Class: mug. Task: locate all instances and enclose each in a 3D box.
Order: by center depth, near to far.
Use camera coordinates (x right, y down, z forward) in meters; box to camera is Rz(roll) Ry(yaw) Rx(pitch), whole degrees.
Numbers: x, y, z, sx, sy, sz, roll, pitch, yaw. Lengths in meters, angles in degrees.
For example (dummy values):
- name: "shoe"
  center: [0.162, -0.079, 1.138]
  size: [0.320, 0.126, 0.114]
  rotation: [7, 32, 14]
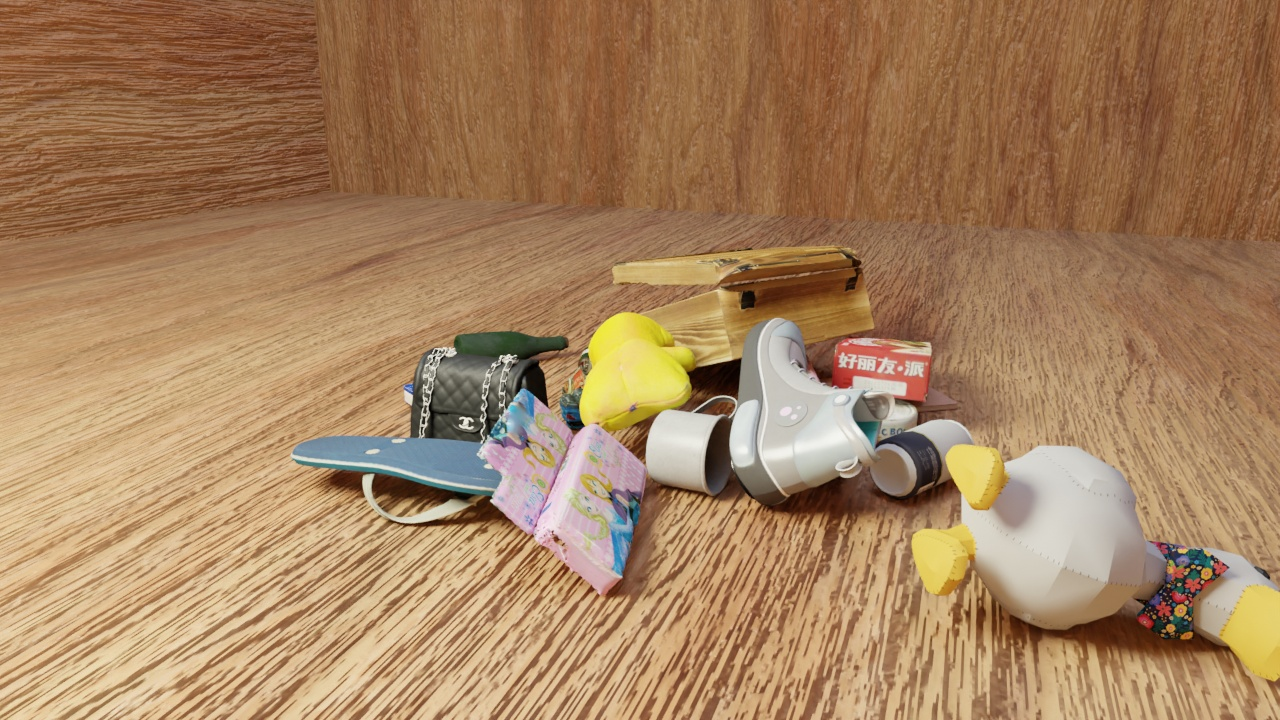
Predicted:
- name: "mug"
  center: [0.058, 0.083, 0.967]
  size: [0.071, 0.084, 0.113]
  rotation: [7, 56, 27]

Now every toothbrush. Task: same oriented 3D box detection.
- name: "toothbrush"
  center: [0.229, 0.032, 1.231]
  size: [0.027, 0.026, 0.222]
  rotation: [-27, 14, 9]

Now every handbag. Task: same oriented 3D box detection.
- name: "handbag"
  center: [-0.188, 0.053, 1.018]
  size: [0.154, 0.125, 0.114]
  rotation: [7, 18, 21]

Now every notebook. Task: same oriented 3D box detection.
- name: "notebook"
  center: [0.301, 0.047, 1.251]
  size: [0.209, 0.008, 0.141]
  rotation: [-4, 17, -13]

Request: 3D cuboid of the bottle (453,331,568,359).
- name: "bottle"
  center: [-0.191, -0.019, 1.384]
  size: [0.174, 0.055, 0.055]
  rotation: [-6, 18, -26]

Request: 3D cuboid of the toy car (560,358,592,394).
- name: "toy car"
  center: [-0.064, 0.035, 1.196]
  size: [0.047, 0.047, 0.112]
  rotation: [1, -28, -28]

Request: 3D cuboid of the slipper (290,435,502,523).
- name: "slipper"
  center: [-0.219, 0.118, 0.925]
  size: [0.295, 0.060, 0.118]
  rotation: [4, 13, 21]

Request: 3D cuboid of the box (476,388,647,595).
- name: "box"
  center: [-0.069, 0.104, 0.853]
  size: [0.159, 0.035, 0.230]
  rotation: [40, 16, -7]

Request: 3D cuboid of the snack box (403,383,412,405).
- name: "snack box"
  center: [-0.239, 0.054, 1.185]
  size: [0.082, 0.027, 0.150]
  rotation: [-14, 21, -37]

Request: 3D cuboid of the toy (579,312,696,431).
- name: "toy"
  center: [-0.006, 0.006, 1.061]
  size: [0.134, 0.087, 0.193]
  rotation: [-19, 22, 7]

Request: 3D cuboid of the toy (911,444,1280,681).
- name: "toy"
  center: [0.352, 0.146, 0.723]
  size: [0.267, 0.141, 0.246]
  rotation: [15, 13, -11]

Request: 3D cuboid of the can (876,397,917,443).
- name: "can"
  center: [0.287, 0.075, 1.097]
  size: [0.086, 0.043, 0.086]
  rotation: [-1, 18, 0]

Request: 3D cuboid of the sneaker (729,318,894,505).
- name: "sneaker"
  center: [0.185, 0.031, 0.955]
  size: [0.161, 0.093, 0.255]
  rotation: [-20, 34, 31]

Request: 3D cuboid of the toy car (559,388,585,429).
- name: "toy car"
  center: [-0.041, 0.058, 1.145]
  size: [0.120, 0.044, 0.056]
  rotation: [-6, 18, -14]

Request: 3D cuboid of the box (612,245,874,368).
- name: "box"
  center: [0.147, -0.087, 1.296]
  size: [0.278, 0.176, 0.248]
  rotation: [-10, 0, -35]

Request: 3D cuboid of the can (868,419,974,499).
- name: "can"
  center: [0.302, 0.102, 0.973]
  size: [0.127, 0.064, 0.064]
  rotation: [-13, 22, -38]

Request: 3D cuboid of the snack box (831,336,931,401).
- name: "snack box"
  center: [0.316, 0.007, 1.191]
  size: [0.113, 0.060, 0.236]
  rotation: [6, 6, 17]

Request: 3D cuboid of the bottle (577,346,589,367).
- name: "bottle"
  center: [-0.076, -0.007, 1.395]
  size: [0.025, 0.025, 0.106]
  rotation: [2, 17, 5]

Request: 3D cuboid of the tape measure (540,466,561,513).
- name: "tape measure"
  center: [-0.078, 0.135, 0.912]
  size: [0.058, 0.030, 0.068]
  rotation: [-12, 28, -35]
